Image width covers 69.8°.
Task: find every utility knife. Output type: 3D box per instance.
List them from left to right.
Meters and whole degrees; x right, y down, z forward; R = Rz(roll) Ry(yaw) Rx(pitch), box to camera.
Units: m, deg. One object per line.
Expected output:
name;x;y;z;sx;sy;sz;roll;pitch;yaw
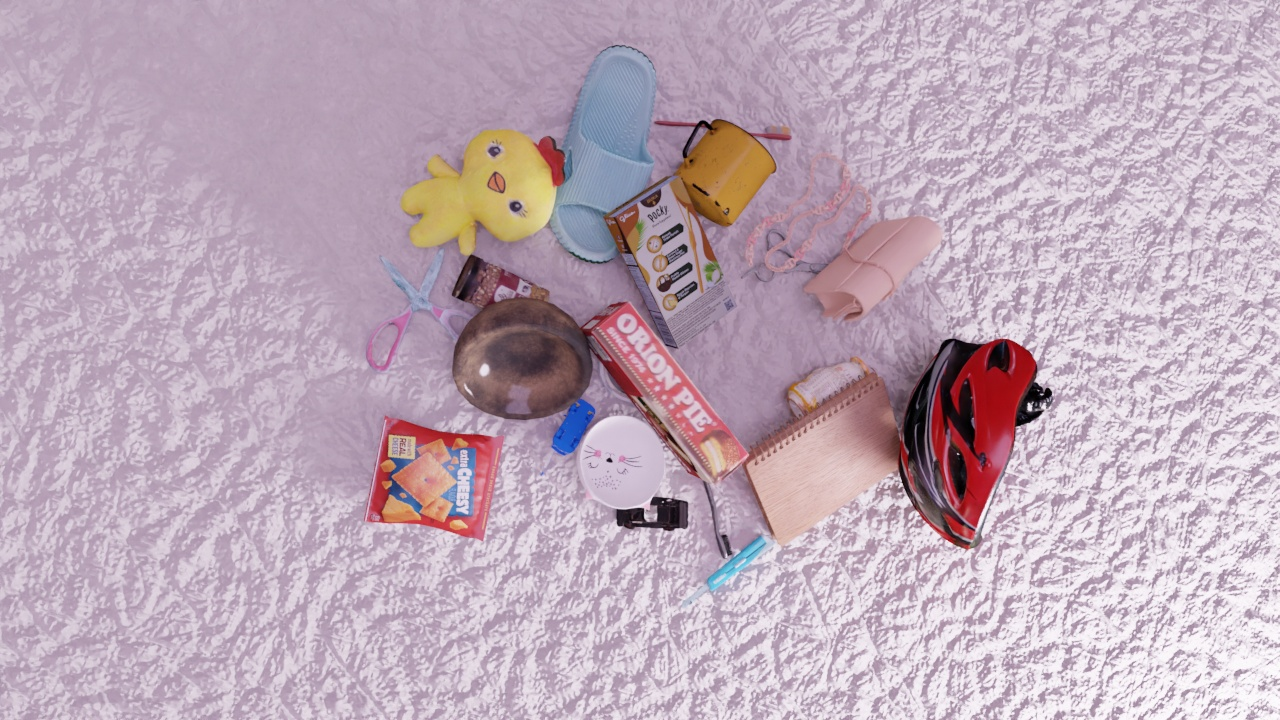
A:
utility knife;0.114;0.279;1.204;0.148;0.015;0.022;-38;95;-6

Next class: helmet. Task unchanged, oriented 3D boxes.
helmet;0.419;0.101;1.170;0.167;0.217;0.271;13;77;20

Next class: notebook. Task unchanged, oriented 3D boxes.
notebook;0.239;0.125;1.186;0.210;0.022;0.169;-32;125;-9

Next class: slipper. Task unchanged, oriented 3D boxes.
slipper;-0.041;-0.258;1.129;0.116;0.069;0.276;14;88;-9

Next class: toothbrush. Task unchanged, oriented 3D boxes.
toothbrush;0.091;0.179;1.196;0.013;0.013;0.167;-19;95;-19
toothbrush;0.108;-0.301;1.186;0.184;0.015;0.015;2;88;-11

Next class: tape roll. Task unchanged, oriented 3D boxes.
tape roll;-0.007;0.007;1.168;0.093;0.018;0.094;0;92;-12

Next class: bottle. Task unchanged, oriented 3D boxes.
bottle;-0.168;-0.081;1.107;0.105;0.056;0.056;25;86;-16
bottle;0.247;0.037;1.200;0.108;0.063;0.063;-32;98;-10

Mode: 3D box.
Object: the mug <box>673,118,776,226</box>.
mug;0.094;-0.236;1.135;0.094;0.100;0.123;-53;129;-4

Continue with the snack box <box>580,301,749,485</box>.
snack box;0.024;0.039;1.108;0.060;0.113;0.236;-39;98;-9

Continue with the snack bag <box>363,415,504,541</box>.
snack bag;-0.249;0.143;1.109;0.144;0.039;0.130;12;89;-12

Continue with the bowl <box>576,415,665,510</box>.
bowl;-0.031;0.128;1.142;0.114;0.051;0.114;5;77;-24

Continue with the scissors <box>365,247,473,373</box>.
scissors;-0.258;-0.052;1.117;0.175;0.013;0.170;24;83;-10

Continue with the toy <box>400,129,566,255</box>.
toy;-0.184;-0.199;1.092;0.207;0.092;0.134;-19;89;-1

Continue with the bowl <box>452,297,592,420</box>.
bowl;-0.138;-0.008;1.082;0.162;0.070;0.162;-4;135;-4

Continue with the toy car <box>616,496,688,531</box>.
toy car;0.016;0.193;1.163;0.092;0.037;0.040;1;93;13

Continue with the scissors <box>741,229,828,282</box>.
scissors;0.213;-0.115;1.211;0.159;0.014;0.120;36;74;-9

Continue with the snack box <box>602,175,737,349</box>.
snack box;0.040;-0.120;1.132;0.100;0.032;0.186;-36;115;-20

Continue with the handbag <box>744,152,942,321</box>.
handbag;0.256;-0.153;1.156;0.198;0.117;0.187;-42;102;-15

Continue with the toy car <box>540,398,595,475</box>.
toy car;-0.096;0.098;1.155;0.033;0.062;0.091;34;55;-8
